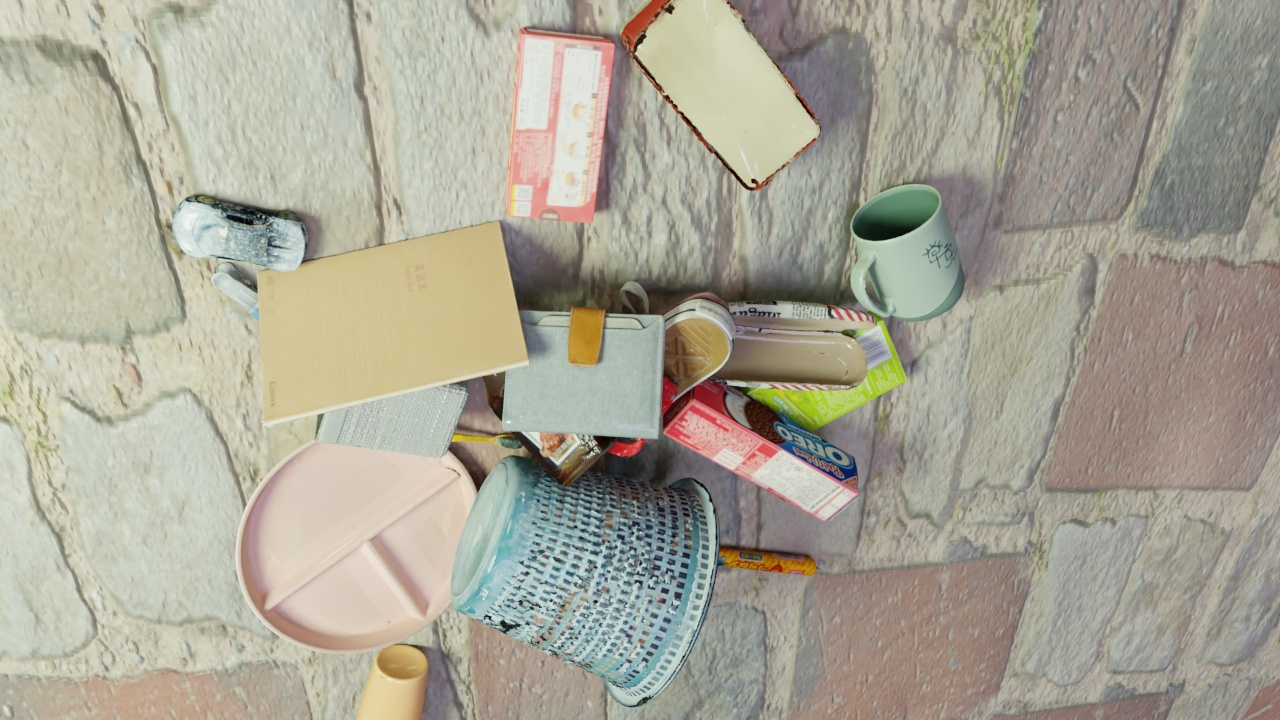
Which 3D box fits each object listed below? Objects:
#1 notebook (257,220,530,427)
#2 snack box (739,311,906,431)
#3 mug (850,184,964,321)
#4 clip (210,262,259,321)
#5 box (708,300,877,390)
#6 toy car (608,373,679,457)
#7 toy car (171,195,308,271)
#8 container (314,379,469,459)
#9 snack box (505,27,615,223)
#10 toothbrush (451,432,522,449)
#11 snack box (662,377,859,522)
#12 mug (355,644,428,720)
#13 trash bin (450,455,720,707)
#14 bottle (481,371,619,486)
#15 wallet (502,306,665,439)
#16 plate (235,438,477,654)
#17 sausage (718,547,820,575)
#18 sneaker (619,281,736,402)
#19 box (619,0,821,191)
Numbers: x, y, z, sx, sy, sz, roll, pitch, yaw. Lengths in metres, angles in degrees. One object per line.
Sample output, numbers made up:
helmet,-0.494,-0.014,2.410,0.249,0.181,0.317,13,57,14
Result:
notebook,-0.208,-0.035,0.756,0.211,0.149,0.012,-13,151,-5
snack box,0.187,0.022,0.938,0.156,0.026,0.086,-29,121,5
mug,0.240,-0.087,0.846,0.111,0.082,0.106,-43,127,-16
clip,-0.338,-0.059,0.782,0.025,0.035,0.058,-39,124,13
box,0.138,-0.021,0.863,0.162,0.075,0.087,4,151,2
toy car,-0.008,0.048,0.811,0.049,0.031,0.107,29,129,-5
toy car,-0.328,-0.102,0.750,0.105,0.031,0.049,10,115,-16
container,-0.219,0.027,0.816,0.114,0.090,0.090,15,116,-23
snack box,-0.069,-0.191,0.759,0.075,0.025,0.153,1,119,-14
toothbrush,-0.197,0.072,0.867,0.191,0.018,0.016,8,95,-30
snack box,0.121,0.086,0.914,0.207,0.057,0.058,30,125,-16
mug,-0.275,0.382,1.019,0.078,0.078,0.123,10,111,-18
trash bin,-0.064,0.188,0.870,0.195,0.226,0.227,23,112,-18
bottle,-0.106,0.018,0.808,0.195,0.043,0.080,47,124,4
wallet,-0.046,0.009,0.756,0.130,0.037,0.106,3,86,3
plate,-0.265,0.170,0.881,0.229,0.028,0.230,-7,105,-26
sausage,0.132,0.229,1.048,0.165,0.021,0.021,10,117,-17
sneaker,-0.005,0.005,0.854,0.118,0.087,0.242,43,125,-17
box,0.069,-0.223,0.740,0.091,0.078,0.168,-40,120,12
